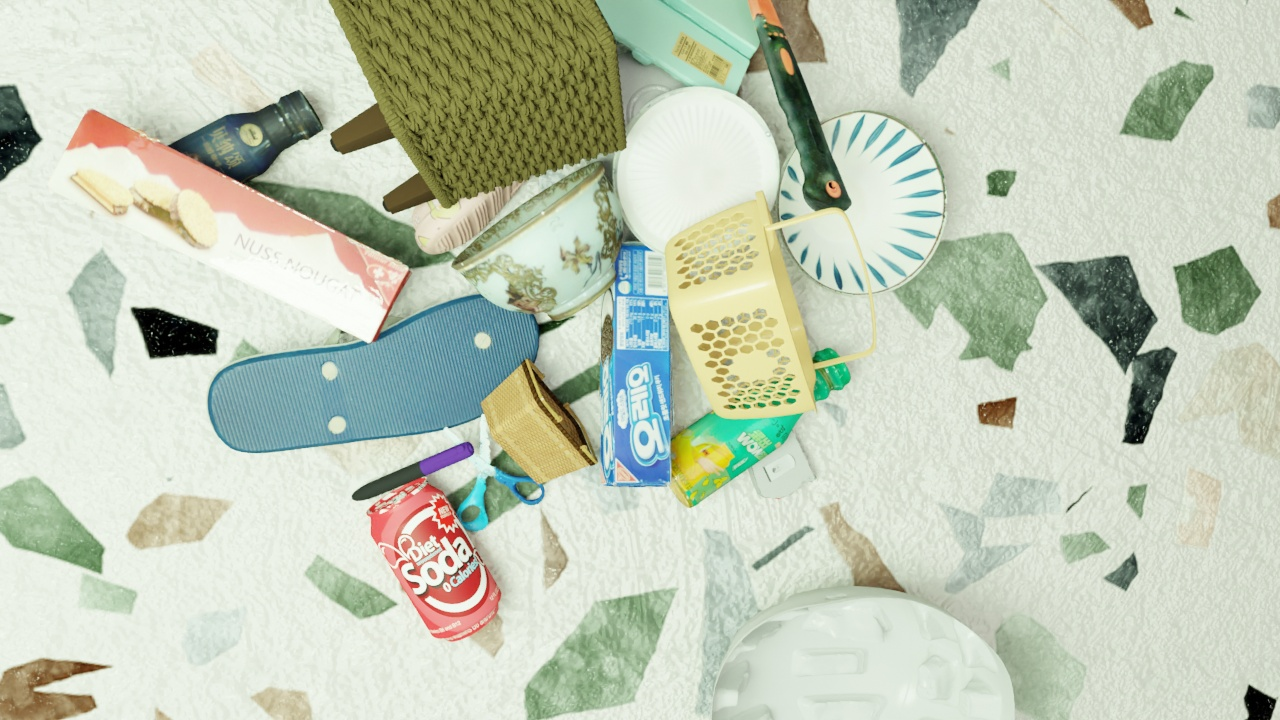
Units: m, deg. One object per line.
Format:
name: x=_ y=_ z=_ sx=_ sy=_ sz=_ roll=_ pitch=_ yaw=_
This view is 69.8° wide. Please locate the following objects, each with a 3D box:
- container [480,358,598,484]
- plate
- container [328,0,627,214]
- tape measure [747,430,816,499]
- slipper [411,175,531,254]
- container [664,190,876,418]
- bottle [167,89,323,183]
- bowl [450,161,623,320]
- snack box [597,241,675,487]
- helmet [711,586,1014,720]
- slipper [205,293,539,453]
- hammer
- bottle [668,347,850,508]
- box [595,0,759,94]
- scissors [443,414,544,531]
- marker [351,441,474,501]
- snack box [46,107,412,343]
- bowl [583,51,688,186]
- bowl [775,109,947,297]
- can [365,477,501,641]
container: x=-0.095 y=0.062 z=0.849 sx=0.061 sy=0.063 sz=0.114 roll=-31 pitch=134 yaw=4
plate: x=0.051 y=-0.169 z=0.838 sx=0.157 sy=0.014 sz=0.157 roll=-3 pitch=106 yaw=-11
container: x=-0.174 y=-0.290 z=0.720 sx=0.205 sy=0.176 sz=0.321 roll=-26 pitch=79 yaw=-3
tape measure: x=0.142 y=0.109 z=0.942 sx=0.062 sy=0.020 sz=0.060 roll=-28 pitch=100 yaw=-8
slipper: x=-0.142 y=-0.184 z=0.825 sx=0.081 sy=0.093 sz=0.197 roll=44 pitch=85 yaw=-1
container: x=0.124 y=-0.045 z=0.826 sx=0.167 sy=0.129 sz=0.183 roll=-15 pitch=134 yaw=12
bottle: x=-0.355 y=-0.180 z=0.793 sx=0.160 sy=0.056 sz=0.056 roll=-31 pitch=100 yaw=-8
bowl: x=-0.075 y=-0.093 z=0.813 sx=0.160 sy=0.160 sz=0.094 roll=-37 pitch=107 yaw=-7
snack box: x=-0.005 y=0.005 z=0.858 sx=0.059 sy=0.060 sz=0.226 roll=1 pitch=81 yaw=-14
helmet: x=0.200 y=0.331 z=0.890 sx=0.282 sy=0.184 sz=0.224 roll=-4 pitch=90 yaw=-18
slipper: x=-0.234 y=0.015 z=0.835 sx=0.294 sy=0.060 sz=0.118 roll=-14 pitch=101 yaw=-20
hammer: x=0.124 y=-0.289 z=0.844 sx=0.132 sy=0.033 sz=0.333 roll=-11 pitch=79 yaw=-26
bottle: x=0.113 y=0.061 z=0.907 sx=0.209 sy=0.068 sz=0.068 roll=-34 pitch=101 yaw=-7
box: x=0.025 y=-0.326 z=0.846 sx=0.186 sy=0.033 sz=0.136 roll=28 pitch=55 yaw=-13
scissors: x=-0.136 y=0.101 z=0.870 sx=0.104 sy=0.015 sz=0.134 roll=-7 pitch=115 yaw=-14
marker: x=-0.212 y=0.104 z=0.845 sx=0.134 sy=0.018 sz=0.015 roll=-23 pitch=75 yaw=15
snack box: x=-0.328 y=-0.106 z=0.749 sx=0.273 sy=0.044 sz=0.076 roll=28 pitch=87 yaw=-11
bowl: x=0.008 y=-0.225 z=0.861 sx=0.131 sy=0.064 sz=0.132 roll=-1 pitch=95 yaw=-12
bowl: x=0.205 y=-0.152 z=0.906 sx=0.177 sy=0.071 sz=0.177 roll=-1 pitch=95 yaw=-12
can: x=-0.190 y=0.185 z=0.851 sx=0.074 sy=0.074 sz=0.142 roll=-29 pitch=100 yaw=-8
